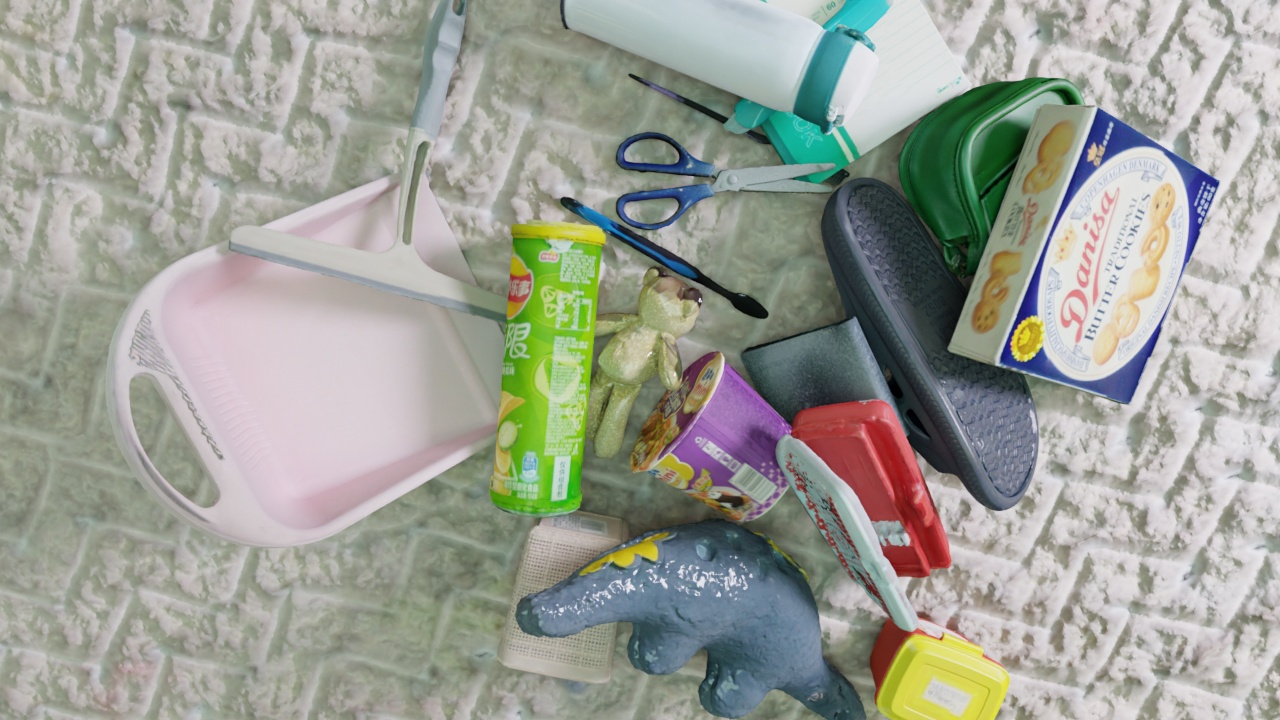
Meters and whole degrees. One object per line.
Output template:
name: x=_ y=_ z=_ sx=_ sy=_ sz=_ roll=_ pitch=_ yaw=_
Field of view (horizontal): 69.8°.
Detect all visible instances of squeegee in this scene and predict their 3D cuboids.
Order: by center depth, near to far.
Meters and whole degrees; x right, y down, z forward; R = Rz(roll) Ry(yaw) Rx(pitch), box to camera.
squeegee: x=-0.163 y=-0.165 z=0.691 sx=0.246 sy=0.039 sz=0.246 roll=14 pitch=81 yaw=-38

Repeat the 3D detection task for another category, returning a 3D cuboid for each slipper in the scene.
slipper: x=0.209 y=-0.009 z=0.703 sx=0.110 sy=0.084 sz=0.268 roll=-27 pitch=87 yaw=-36

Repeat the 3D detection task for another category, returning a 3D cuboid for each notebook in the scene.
notebook: x=0.130 y=-0.255 z=0.692 sx=0.150 sy=0.012 sz=0.209 roll=-33 pitch=94 yaw=4

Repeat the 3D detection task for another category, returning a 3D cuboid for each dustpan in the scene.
dustpan: x=-0.207 y=0.003 z=0.639 sx=0.273 sy=0.139 sz=0.222 roll=-31 pitch=99 yaw=-18

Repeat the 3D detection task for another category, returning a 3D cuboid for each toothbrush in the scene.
toothbrush: x=0.075 y=-0.180 z=0.713 sx=0.189 sy=0.014 sz=0.017 roll=24 pitch=110 yaw=-2
toothbrush: x=0.019 y=-0.082 z=0.730 sx=0.189 sy=0.016 sz=0.014 roll=29 pitch=107 yaw=0

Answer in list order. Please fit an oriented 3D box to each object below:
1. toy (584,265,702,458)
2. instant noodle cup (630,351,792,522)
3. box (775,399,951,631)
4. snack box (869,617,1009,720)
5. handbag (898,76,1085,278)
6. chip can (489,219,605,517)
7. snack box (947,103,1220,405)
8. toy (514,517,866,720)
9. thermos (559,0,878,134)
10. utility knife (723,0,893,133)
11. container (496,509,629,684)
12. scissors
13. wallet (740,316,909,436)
toy: x=-0.004 y=0.004 z=0.723 sx=0.105 sy=0.066 sz=0.157 roll=38 pitch=105 yaw=38
instant noodle cup: x=0.063 y=0.064 z=0.708 sx=0.099 sy=0.111 sz=0.111 roll=36 pitch=98 yaw=-13
box: x=0.164 y=0.125 z=0.672 sx=0.095 sy=0.091 sz=0.201 roll=-9 pitch=135 yaw=27
snack box: x=0.235 y=0.250 z=0.739 sx=0.091 sy=0.080 sz=0.082 roll=22 pitch=99 yaw=-2
handbag: x=0.263 y=-0.138 z=0.675 sx=0.131 sy=0.068 sz=0.120 roll=-32 pitch=113 yaw=-18
chip can: x=-0.071 y=0.008 z=0.696 sx=0.072 sy=0.072 sz=0.221 roll=5 pitch=94 yaw=0
snack box: x=0.325 y=-0.069 z=0.665 sx=0.182 sy=0.046 sz=0.178 roll=11 pitch=101 yaw=-34
toy: x=0.066 y=0.198 z=0.705 sx=0.356 sy=0.092 sz=0.137 roll=32 pitch=65 yaw=-31
thermos: x=0.057 y=-0.233 z=0.656 sx=0.224 sy=0.073 sz=0.073 roll=25 pitch=98 yaw=10
utility knife: x=0.126 y=-0.226 z=0.683 sx=0.161 sy=0.013 sz=0.029 roll=-41 pitch=91 yaw=9
container: x=-0.057 y=0.182 z=0.734 sx=0.090 sy=0.090 sz=0.111 roll=11 pitch=95 yaw=0
scissors: x=0.061 y=-0.129 z=0.708 sx=0.173 sy=0.012 sz=0.128 roll=29 pitch=103 yaw=6
wallet: x=0.137 y=0.023 z=0.701 sx=0.019 sy=0.121 sz=0.097 roll=-31 pitch=98 yaw=-37
